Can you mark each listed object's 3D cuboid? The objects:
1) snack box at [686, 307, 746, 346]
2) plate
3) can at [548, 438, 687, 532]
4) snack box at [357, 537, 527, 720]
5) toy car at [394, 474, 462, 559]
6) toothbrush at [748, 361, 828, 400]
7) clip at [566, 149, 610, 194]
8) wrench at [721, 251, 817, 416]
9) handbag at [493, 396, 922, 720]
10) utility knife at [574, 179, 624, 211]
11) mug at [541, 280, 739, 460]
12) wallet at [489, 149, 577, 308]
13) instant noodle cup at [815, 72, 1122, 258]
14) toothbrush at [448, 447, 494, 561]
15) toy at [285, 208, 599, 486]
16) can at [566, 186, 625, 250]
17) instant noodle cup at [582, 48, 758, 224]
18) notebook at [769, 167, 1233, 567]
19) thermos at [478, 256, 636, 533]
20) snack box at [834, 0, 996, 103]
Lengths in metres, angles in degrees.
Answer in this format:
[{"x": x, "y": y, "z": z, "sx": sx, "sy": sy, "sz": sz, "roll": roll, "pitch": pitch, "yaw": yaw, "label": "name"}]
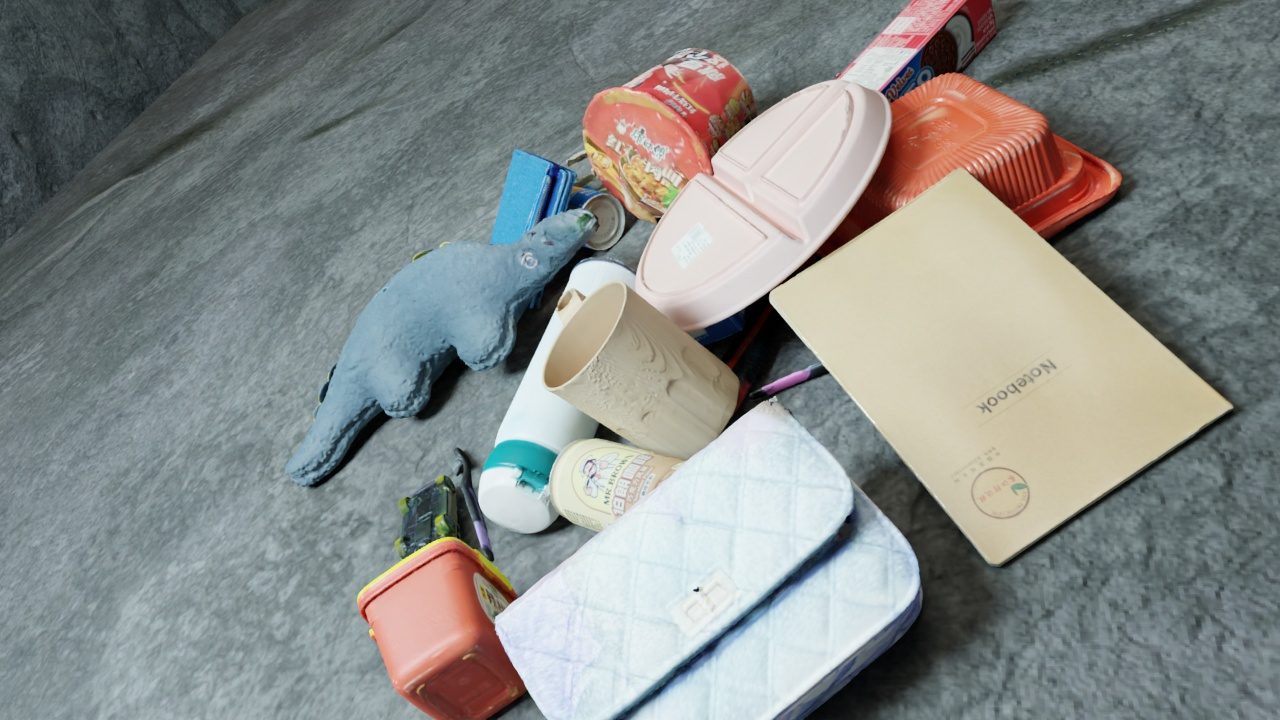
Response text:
[{"x": 0.048, "y": -0.069, "z": 0.726, "sx": 0.085, "sy": 0.026, "sz": 0.156, "roll": -23, "pitch": 35, "yaw": 33, "label": "snack box"}, {"x": 0.078, "y": -0.116, "z": 0.662, "sx": 0.230, "sy": 0.028, "sz": 0.229, "roll": -40, "pitch": 25, "yaw": 23, "label": "plate"}, {"x": 0.001, "y": 0.085, "z": 0.571, "sx": 0.116, "sy": 0.058, "sz": 0.058, "roll": 9, "pitch": 53, "yaw": 43, "label": "can"}, {"x": -0.112, "y": 0.165, "z": 0.543, "sx": 0.082, "sy": 0.091, "sz": 0.080, "roll": -33, "pitch": 43, "yaw": -1, "label": "snack box"}, {"x": -0.151, "y": 0.119, "z": 0.667, "sx": 0.042, "sy": 0.035, "sz": 0.090, "roll": -29, "pitch": 31, "yaw": 4, "label": "toy car"}, {"x": 0.158, "y": -0.009, "z": 0.599, "sx": 0.189, "sy": 0.014, "sz": 0.017, "roll": -24, "pitch": 49, "yaw": 14, "label": "toothbrush"}, {"x": -0.019, "y": -0.195, "z": 0.920, "sx": 0.103, "sy": 0.035, "sz": 0.092, "roll": -17, "pitch": 33, "yaw": -6, "label": "clip"}, {"x": 0.105, "y": -0.057, "z": 0.690, "sx": 0.056, "sy": 0.016, "sz": 0.272, "roll": -3, "pitch": 45, "yaw": 39, "label": "wrench"}, {"x": 0.037, "y": 0.122, "z": 0.461, "sx": 0.194, "sy": 0.075, "sz": 0.134, "roll": -39, "pitch": 58, "yaw": -5, "label": "handbag"}, {"x": -0.071, "y": -0.175, "z": 0.957, "sx": 0.034, "sy": 0.018, "sz": 0.199, "roll": -27, "pitch": 35, "yaw": -21, "label": "utility knife"}, {"x": -0.004, "y": 0.004, "z": 0.618, "sx": 0.084, "sy": 0.103, "sz": 0.124, "roll": -51, "pitch": 24, "yaw": 8, "label": "mug"}, {"x": -0.107, "y": -0.125, "z": 0.860, "sx": 0.106, "sy": 0.040, "sz": 0.133, "roll": 36, "pitch": 113, "yaw": 53, "label": "wallet"}, {"x": 0.206, "y": -0.127, "z": 0.641, "sx": 0.189, "sy": 0.079, "sz": 0.164, "roll": -32, "pitch": 39, "yaw": 0, "label": "instant noodle cup"}, {"x": -0.122, "y": 0.100, "z": 0.654, "sx": 0.017, "sy": 0.014, "sz": 0.189, "roll": -47, "pitch": 23, "yaw": 0, "label": "toothbrush"}, {"x": -0.180, "y": -0.031, "z": 0.802, "sx": 0.357, "sy": 0.091, "sz": 0.137, "roll": -37, "pitch": 40, "yaw": 14, "label": "toy"}, {"x": -0.075, "y": -0.145, "z": 0.896, "sx": 0.053, "sy": 0.053, "sz": 0.135, "roll": -46, "pitch": 38, "yaw": -17, "label": "can"}, {"x": 0.033, "y": -0.209, "z": 0.828, "sx": 0.138, "sy": 0.138, "sz": 0.108, "roll": 9, "pitch": 47, "yaw": 43, "label": "instant noodle cup"}, {"x": 0.189, "y": -0.008, "z": 0.515, "sx": 0.148, "sy": 0.008, "sz": 0.207, "roll": -34, "pitch": 57, "yaw": 0, "label": "notebook"}, {"x": -0.056, "y": 0.023, "z": 0.682, "sx": 0.073, "sy": 0.073, "sz": 0.223, "roll": -8, "pitch": 44, "yaw": 31, "label": "thermos"}, {"x": 0.221, "y": -0.245, "z": 0.785, "sx": 0.207, "sy": 0.057, "sz": 0.058, "roll": -47, "pitch": 41, "yaw": -18, "label": "snack box"}]
